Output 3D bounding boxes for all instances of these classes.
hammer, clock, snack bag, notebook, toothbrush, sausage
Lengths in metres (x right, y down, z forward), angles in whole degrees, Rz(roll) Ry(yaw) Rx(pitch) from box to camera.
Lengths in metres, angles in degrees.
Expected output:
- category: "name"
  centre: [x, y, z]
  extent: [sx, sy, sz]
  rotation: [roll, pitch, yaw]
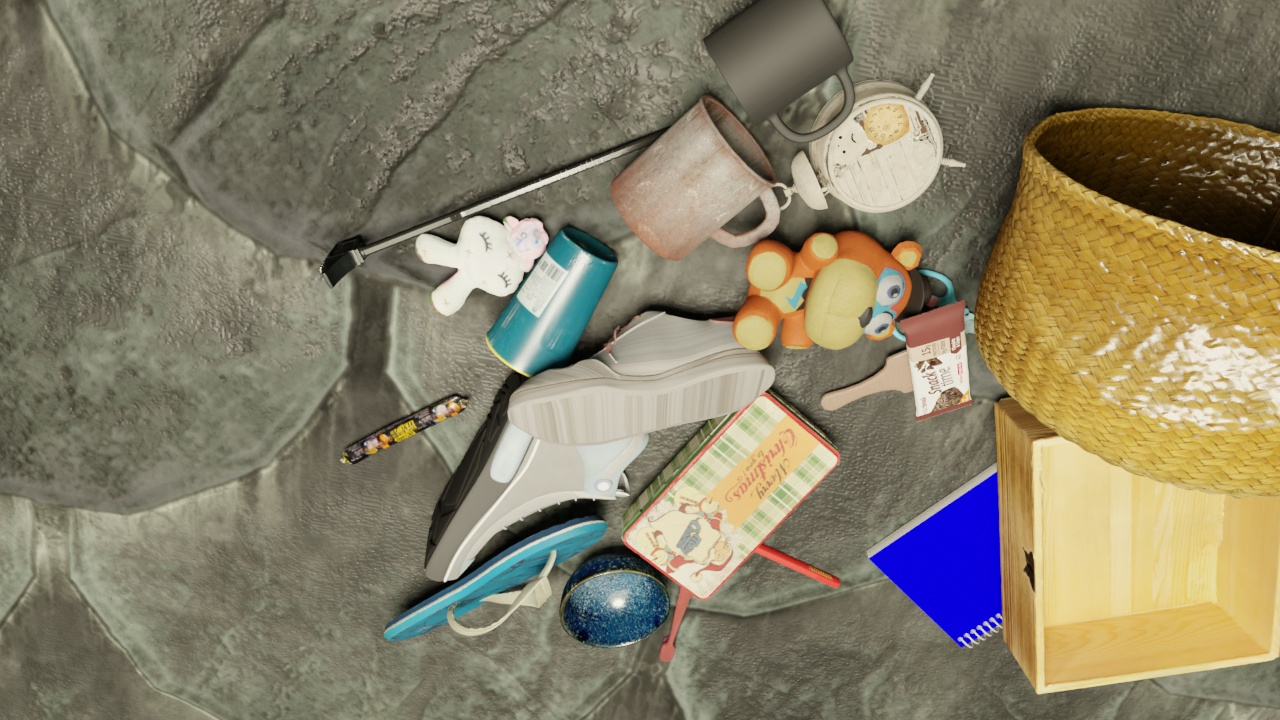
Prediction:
- category: "hammer"
  centre: [-0.116, -0.135, 0.769]
  extent: [0.325, 0.095, 0.015]
  rotation: [-20, 114, 5]
- category: "clock"
  centre: [0.175, -0.161, 0.748]
  extent: [0.157, 0.061, 0.103]
  rotation: [-24, 113, 11]
- category: "snack bag"
  centre: [0.267, 0.005, 0.823]
  extent: [0.057, 0.013, 0.158]
  rotation: [-17, 140, 9]
- category: "notebook"
  centre: [0.371, 0.194, 0.945]
  extent: [0.209, 0.022, 0.171]
  rotation: [-41, 107, 20]
- category: "toothbrush"
  centre: [0.046, 0.252, 0.981]
  extent: [0.016, 0.016, 0.190]
  rotation: [11, 120, -4]
- category: "toothbrush"
  centre: [0.120, 0.189, 0.955]
  extent: [0.212, 0.012, 0.018]
  rotation: [26, 115, -11]
- category: "sausage"
  centre: [-0.234, 0.068, 0.902]
  extent: [0.155, 0.020, 0.020]
  rotation: [-25, 113, 14]

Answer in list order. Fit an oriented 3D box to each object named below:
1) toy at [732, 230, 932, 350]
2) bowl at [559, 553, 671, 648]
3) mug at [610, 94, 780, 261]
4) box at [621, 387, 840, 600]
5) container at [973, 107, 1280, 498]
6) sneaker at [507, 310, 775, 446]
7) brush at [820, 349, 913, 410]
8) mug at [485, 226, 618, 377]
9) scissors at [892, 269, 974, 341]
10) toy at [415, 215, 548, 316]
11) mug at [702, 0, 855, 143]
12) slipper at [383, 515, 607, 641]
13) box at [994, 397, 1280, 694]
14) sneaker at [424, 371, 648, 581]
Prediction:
- category: "toy"
  centre: [0.164, -0.061, 0.783]
  extent: [0.175, 0.096, 0.112]
  rotation: [-10, 129, -22]
- category: "bowl"
  centre: [-0.030, 0.239, 0.955]
  extent: [0.114, 0.060, 0.114]
  rotation: [-5, 123, -8]
- category: "mug"
  centre: [0.053, -0.135, 0.746]
  extent: [0.110, 0.096, 0.123]
  rotation: [-35, 111, 30]
- category: "box"
  centre: [0.084, 0.125, 0.885]
  extent: [0.117, 0.051, 0.206]
  rotation: [39, 100, -17]
- category: "container"
  centre: [0.410, -0.048, 0.670]
  extent: [0.307, 0.306, 0.197]
  rotation: [7, 125, -2]
- category: "sneaker"
  centre: [-0.005, 0.005, 0.812]
  extent: [0.236, 0.089, 0.099]
  rotation: [-9, 144, -12]
- category: "brush"
  centre: [0.233, 0.014, 0.861]
  extent: [0.136, 0.015, 0.050]
  rotation: [-24, 127, 20]
- category: "mug"
  centre: [-0.074, -0.052, 0.807]
  extent: [0.078, 0.078, 0.121]
  rotation: [29, 110, -12]
- category: "scissors"
  centre: [0.292, -0.028, 0.838]
  extent: [0.141, 0.015, 0.076]
  rotation: [26, 114, -5]
- category: "toy"
  centre: [-0.138, -0.090, 0.808]
  extent: [0.123, 0.038, 0.079]
  rotation: [-21, 107, 9]
- category: "mug"
  centre: [0.115, -0.223, 0.704]
  extent: [0.088, 0.078, 0.113]
  rotation: [-31, 97, 16]
- category: "slipper"
  centre: [-0.141, 0.239, 0.934]
  extent: [0.296, 0.118, 0.060]
  rotation: [-33, 74, 24]
- category: "box"
  centre: [0.497, 0.193, 0.751]
  extent: [0.286, 0.336, 0.279]
  rotation: [-10, 109, 1]
- category: "sneaker"
  centre: [-0.103, 0.135, 0.901]
  extent: [0.160, 0.093, 0.257]
  rotation: [21, 117, -18]
